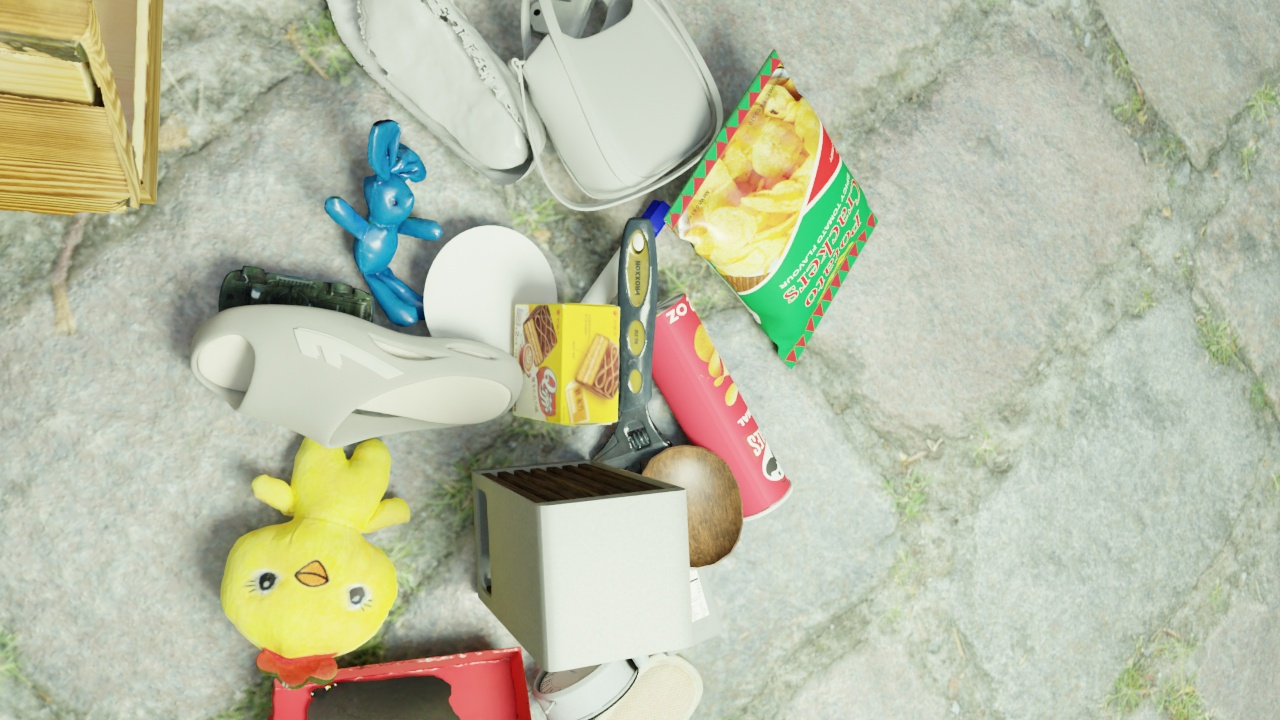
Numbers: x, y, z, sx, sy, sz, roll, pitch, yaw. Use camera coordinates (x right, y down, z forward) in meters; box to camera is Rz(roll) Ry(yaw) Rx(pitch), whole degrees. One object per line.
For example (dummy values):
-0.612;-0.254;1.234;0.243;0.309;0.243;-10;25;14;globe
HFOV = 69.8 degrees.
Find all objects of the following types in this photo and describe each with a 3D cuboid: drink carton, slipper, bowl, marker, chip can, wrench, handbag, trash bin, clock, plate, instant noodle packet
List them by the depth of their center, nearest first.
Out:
-0.222;0.028;0.745;0.265;0.113;0.080;11;48;-27;slipper
-0.057;0.154;0.752;0.114;0.229;0.114;-3;91;-22;trash bin
-0.172;-0.264;0.790;0.112;0.074;0.247;-39;104;14;slipper
-0.033;-0.263;0.804;0.215;0.096;0.223;-44;114;-37;handbag
-0.134;-0.053;0.824;0.134;0.011;0.134;-4;96;-38;plate
-0.042;0.281;0.833;0.122;0.095;0.035;-33;99;-24;clock
-0.005;0.005;0.839;0.073;0.022;0.274;2;110;2;wrench
0.043;0.137;0.850;0.102;0.026;0.114;0;73;-17;bowl
-0.025;0.396;0.862;0.115;0.052;0.262;39;76;-16;slipper
-0.014;-0.095;0.877;0.023;0.027;0.133;38;77;-15;marker
0.028;0.210;0.884;0.076;0.048;0.125;-19;97;-21;drink carton
0.067;0.045;0.888;0.069;0.069;0.220;-34;102;-19;chip can
0.140;-0.137;0.894;0.252;0.090;0.195;43;73;-41;instant noodle packet

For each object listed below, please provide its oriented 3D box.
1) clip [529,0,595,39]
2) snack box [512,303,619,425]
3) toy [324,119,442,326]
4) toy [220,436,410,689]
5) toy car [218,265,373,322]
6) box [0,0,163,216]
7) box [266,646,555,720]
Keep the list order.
-0.072;-0.312;0.852;0.052;0.058;0.102;28;78;-44;clip
-0.067;0.002;0.819;0.061;0.084;0.106;0;93;-38;snack box
-0.209;-0.119;0.778;0.071;0.112;0.176;7;111;13;toy
-0.262;0.156;0.750;0.133;0.092;0.207;17;73;-19;toy
-0.284;-0.042;0.760;0.120;0.044;0.056;9;87;-20;toy car
-0.452;-0.210;0.543;0.278;0.335;0.286;2;91;-24;box
-0.179;0.309;0.718;0.213;0.154;0.164;-1;58;-21;box
